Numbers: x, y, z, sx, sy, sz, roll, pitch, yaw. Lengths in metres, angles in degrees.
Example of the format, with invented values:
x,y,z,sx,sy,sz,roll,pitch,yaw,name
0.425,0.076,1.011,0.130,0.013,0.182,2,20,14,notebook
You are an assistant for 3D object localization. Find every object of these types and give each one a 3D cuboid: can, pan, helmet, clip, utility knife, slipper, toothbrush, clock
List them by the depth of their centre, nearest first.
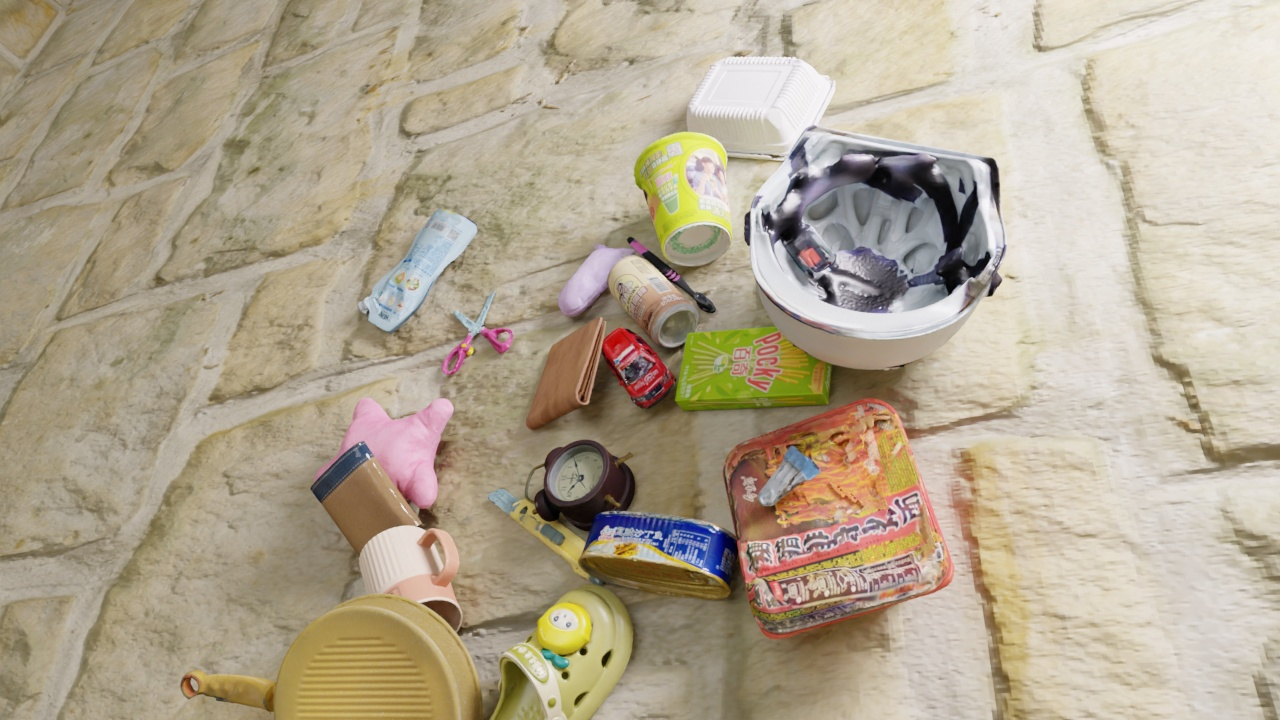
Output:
x,y,z,sx,sy,sz,roll,pitch,yaw,name
0.120,0.100,0.767,0.058,0.045,0.027,-46,44,8,clip
-0.082,0.283,0.810,0.092,0.081,0.190,24,74,36,slipper
0.017,0.177,0.835,0.148,0.074,0.049,1,54,29,can
0.211,-0.087,0.858,0.229,0.146,0.258,11,59,14,helmet
-0.313,0.322,0.875,0.358,0.078,0.197,-4,86,16,pan
-0.064,0.125,0.929,0.122,0.055,0.081,-4,56,29,clock
-0.096,0.176,0.942,0.188,0.020,0.031,25,66,44,utility knife
0.013,-0.066,1.022,0.058,0.058,0.116,-39,48,-2,can
0.031,-0.104,1.069,0.014,0.018,0.189,-43,46,-2,toothbrush

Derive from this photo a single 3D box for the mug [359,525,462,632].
x,y,z,sx,sy,sz,roll,pitch,yaw,name
-0.226,0.220,0.926,0.115,0.081,0.106,-52,44,16,mug

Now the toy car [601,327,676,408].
x,y,z,sx,sy,sz,roll,pitch,yaw,name
-0.006,0.006,0.981,0.053,0.045,0.120,-43,37,1,toy car

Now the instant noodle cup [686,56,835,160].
x,y,z,sx,sy,sz,roll,pitch,yaw,name
0.137,-0.320,1.137,0.174,0.060,0.137,13,65,37,instant noodle cup

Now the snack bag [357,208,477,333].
x,y,z,sx,sy,sz,roll,pitch,yaw,name
-0.307,-0.124,1.258,0.110,0.039,0.190,25,74,34,snack bag

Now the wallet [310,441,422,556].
x,y,z,sx,sy,sz,roll,pitch,yaw,name
-0.296,0.156,0.991,0.090,0.033,0.115,-42,79,18,wallet

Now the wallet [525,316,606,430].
x,y,z,sx,sy,sz,roll,pitch,yaw,name
-0.082,0.014,1.020,0.101,0.020,0.115,-26,40,45,wallet

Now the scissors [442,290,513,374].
x,y,z,sx,sy,sz,roll,pitch,yaw,name
-0.202,-0.036,1.152,0.131,0.017,0.133,-1,54,31,scissors

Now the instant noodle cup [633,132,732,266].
x,y,z,sx,sy,sz,roll,pitch,yaw,name
0.055,-0.178,1.054,0.112,0.111,0.123,-19,58,16,instant noodle cup

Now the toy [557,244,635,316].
x,y,z,sx,sy,sz,roll,pitch,yaw,name
-0.061,-0.098,1.101,0.108,0.039,0.084,-54,32,-10,toy

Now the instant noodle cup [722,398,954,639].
x,y,z,sx,sy,sz,roll,pitch,yaw,name
0.163,0.137,0.778,0.165,0.079,0.188,-20,50,15,instant noodle cup

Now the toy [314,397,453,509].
x,y,z,sx,sy,sz,roll,pitch,yaw,name
-0.300,0.126,1.051,0.195,0.074,0.178,-2,68,31,toy

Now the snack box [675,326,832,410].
x,y,z,sx,sy,sz,roll,pitch,yaw,name
0.116,0.007,0.934,0.157,0.026,0.085,-3,57,27,snack box
